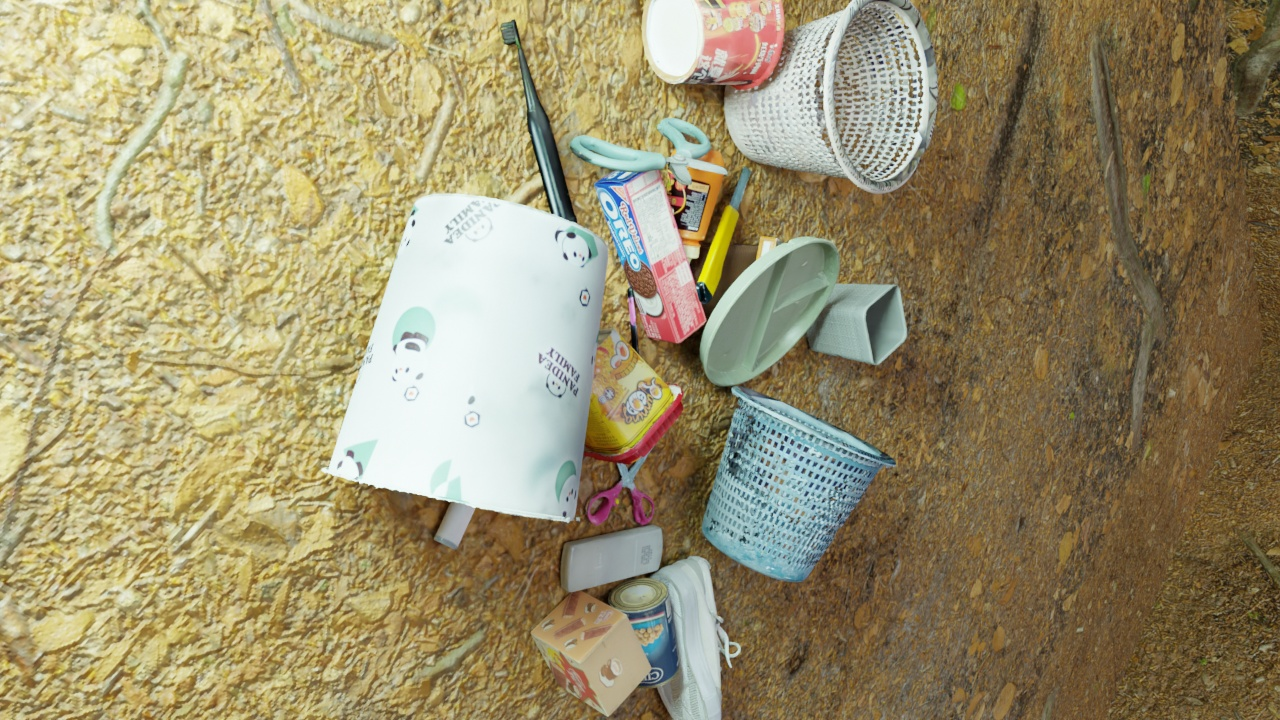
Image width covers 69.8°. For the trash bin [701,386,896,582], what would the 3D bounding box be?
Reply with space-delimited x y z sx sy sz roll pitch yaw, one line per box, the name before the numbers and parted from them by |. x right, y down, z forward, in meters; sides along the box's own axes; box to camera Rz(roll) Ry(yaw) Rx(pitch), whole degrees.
trash bin | 0.182 0.166 1.181 0.226 0.227 0.195 20 97 -44

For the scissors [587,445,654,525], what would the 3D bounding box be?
scissors | -0.015 0.153 1.111 0.133 0.017 0.136 -52 126 -27

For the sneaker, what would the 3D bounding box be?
sneaker | 0.073 0.370 1.193 0.090 0.090 0.242 -19 105 -44

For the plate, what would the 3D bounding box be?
plate | 0.161 -0.062 1.156 0.229 0.027 0.231 -31 148 -23

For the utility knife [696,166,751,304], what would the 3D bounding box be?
utility knife | 0.104 -0.159 1.127 0.033 0.015 0.230 57 43 -43

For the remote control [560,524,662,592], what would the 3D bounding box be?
remote control | -0.033 0.236 1.104 0.149 0.021 0.058 -2 99 -43

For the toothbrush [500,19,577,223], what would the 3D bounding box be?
toothbrush | -0.105 -0.239 0.943 0.026 0.027 0.213 -85 162 -67

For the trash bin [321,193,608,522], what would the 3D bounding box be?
trash bin | -0.143 0.000 0.830 0.229 0.230 0.251 18 79 -44

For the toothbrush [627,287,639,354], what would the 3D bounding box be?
toothbrush | -0.006 0.006 1.091 0.017 0.014 0.189 -14 107 -28

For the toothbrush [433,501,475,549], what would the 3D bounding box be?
toothbrush | -0.156 0.089 0.957 0.026 0.027 0.220 25 78 -9

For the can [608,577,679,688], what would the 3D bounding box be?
can | 0.004 0.331 1.121 0.075 0.075 0.111 -23 113 -39

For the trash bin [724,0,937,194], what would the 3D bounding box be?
trash bin | 0.218 -0.317 1.112 0.226 0.192 0.227 -9 104 -42

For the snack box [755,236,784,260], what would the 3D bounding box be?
snack box | 0.194 -0.110 1.225 0.153 0.026 0.075 16 86 -57

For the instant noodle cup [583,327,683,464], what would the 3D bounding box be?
instant noodle cup | -0.036 0.035 1.009 0.116 0.116 0.123 -48 115 -26

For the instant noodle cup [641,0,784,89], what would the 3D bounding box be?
instant noodle cup | 0.075 -0.366 1.018 0.108 0.138 0.138 -18 110 -32

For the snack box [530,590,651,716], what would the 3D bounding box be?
snack box | -0.056 0.333 1.051 0.076 0.094 0.093 -39 123 -31

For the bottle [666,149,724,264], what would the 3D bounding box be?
bottle | 0.057 -0.176 1.086 0.066 0.067 0.149 -3 108 -43

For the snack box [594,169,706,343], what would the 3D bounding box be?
snack box | 0.014 -0.123 1.054 0.058 0.057 0.208 -37 122 -30

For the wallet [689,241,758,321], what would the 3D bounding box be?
wallet | 0.103 -0.099 1.163 0.124 0.032 0.101 -3 98 -44

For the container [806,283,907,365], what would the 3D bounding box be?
container | 0.298 -0.056 1.295 0.090 0.114 0.090 -35 120 -33

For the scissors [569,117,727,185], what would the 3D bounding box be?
scissors | 0.008 -0.235 1.006 0.170 0.174 0.019 7 126 -6
